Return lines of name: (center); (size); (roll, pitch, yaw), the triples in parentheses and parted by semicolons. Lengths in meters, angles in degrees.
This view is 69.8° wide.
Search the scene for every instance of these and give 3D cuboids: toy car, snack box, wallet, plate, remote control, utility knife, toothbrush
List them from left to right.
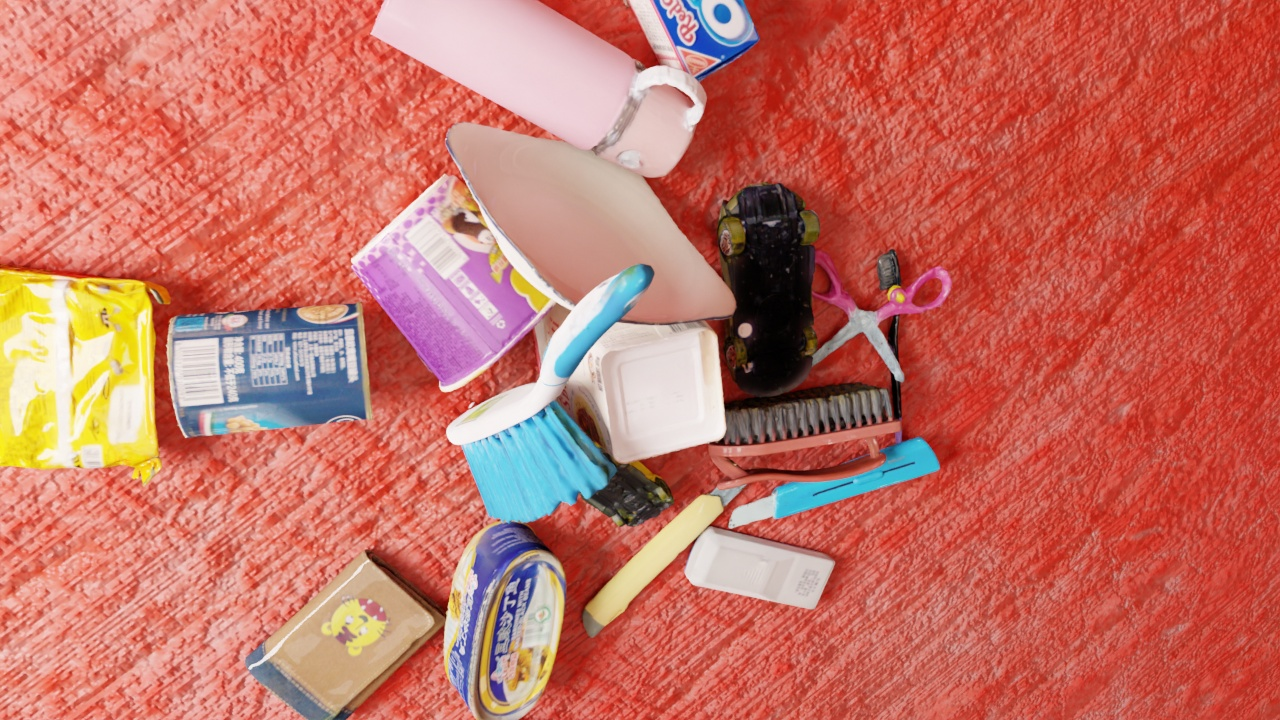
wallet: (-0.209, 0.202, 0.660); (0.115, 0.033, 0.090); (-43, 114, -5)
plate: (-0.032, -0.073, 0.552); (0.163, 0.164, 0.034); (-3, 140, -48)
toy car: (-0.018, 0.087, 0.675); (0.048, 0.032, 0.105); (-34, 134, 17)
snack box: (0.000, -0.273, 0.557); (0.057, 0.058, 0.207); (-32, 114, -3)
utility knife: (0.020, 0.151, 0.724); (0.183, 0.019, 0.031); (-42, 119, 5)
remote control: (0.099, 0.172, 0.755); (0.124, 0.024, 0.049); (16, 102, -23)
toy car: (0.091, -0.049, 0.668); (0.070, 0.042, 0.158); (-9, 109, -15)
utility knife: (0.156, 0.102, 0.749); (0.182, 0.018, 0.034); (-18, 113, -4)
toothbrush: (0.203, 0.002, 0.738); (0.016, 0.014, 0.189); (-11, 111, -7)

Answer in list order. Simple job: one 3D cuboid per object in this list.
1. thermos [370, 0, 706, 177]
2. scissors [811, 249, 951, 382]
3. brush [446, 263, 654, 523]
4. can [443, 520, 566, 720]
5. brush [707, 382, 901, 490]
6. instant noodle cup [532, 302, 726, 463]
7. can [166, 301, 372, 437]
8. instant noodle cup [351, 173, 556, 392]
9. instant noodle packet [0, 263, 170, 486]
thermos: (-0.054, -0.182, 0.554); (0.198, 0.087, 0.067); (25, 65, -22)
scissors: (0.173, -0.036, 0.706); (0.133, 0.017, 0.134); (-38, 107, 11)
brush: (-0.049, 0.031, 0.522); (0.060, 0.315, 0.109); (-38, 100, -29)
can: (-0.099, 0.193, 0.672); (0.074, 0.049, 0.148); (0, 110, -35)
brush: (0.121, 0.060, 0.703); (0.145, 0.063, 0.069); (-8, 96, -14)
instant noodle cup: (-0.004, 0.004, 0.610); (0.116, 0.124, 0.116); (-13, 111, -14)
can: (-0.225, 0.005, 0.564); (0.111, 0.075, 0.075); (-5, 109, -16)
instant noodle cup: (-0.116, -0.053, 0.570); (0.111, 0.111, 0.099); (-43, 106, -1)
instant noodle packet: (-0.340, 0.010, 0.545); (0.110, 0.044, 0.128); (5, 102, -13)
